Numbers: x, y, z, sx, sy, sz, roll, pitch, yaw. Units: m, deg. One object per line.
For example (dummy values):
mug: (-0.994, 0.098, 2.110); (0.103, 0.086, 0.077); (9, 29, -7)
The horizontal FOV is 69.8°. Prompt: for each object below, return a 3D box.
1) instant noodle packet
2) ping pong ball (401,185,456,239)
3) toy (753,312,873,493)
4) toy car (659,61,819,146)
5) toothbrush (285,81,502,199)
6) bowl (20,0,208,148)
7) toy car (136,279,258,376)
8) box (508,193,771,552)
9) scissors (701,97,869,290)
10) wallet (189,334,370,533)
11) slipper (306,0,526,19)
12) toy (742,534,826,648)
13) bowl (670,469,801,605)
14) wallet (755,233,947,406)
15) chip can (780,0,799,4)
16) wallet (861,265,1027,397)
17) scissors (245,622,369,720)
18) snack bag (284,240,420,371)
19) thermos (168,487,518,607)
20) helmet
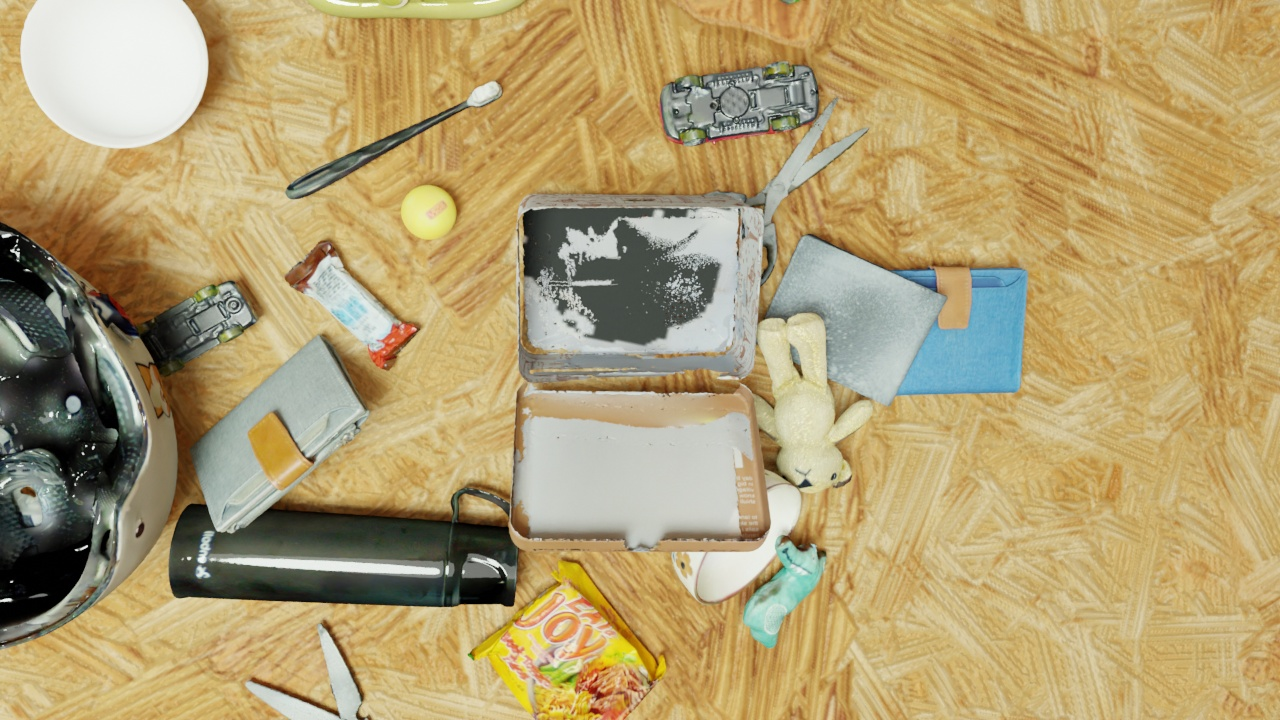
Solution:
instant noodle packet: (-0.055, 0.236, 0.723); (0.110, 0.044, 0.128); (-42, 97, -6)
ping pong ball: (-0.158, -0.110, 0.684); (0.040, 0.040, 0.040); (0, 94, -7)
toy: (0.124, 0.035, 0.704); (0.105, 0.066, 0.157); (-4, 117, 18)
toy car: (0.075, -0.194, 0.703); (0.120, 0.045, 0.053); (-6, 93, 0)
toothbrush: (-0.185, -0.166, 0.690); (0.181, 0.018, 0.015); (-28, 100, -2)
bowl: (-0.354, -0.203, 0.642); (0.118, 0.065, 0.118); (0, 94, -7)
toy car: (-0.328, -0.022, 0.674); (0.090, 0.035, 0.042); (-30, 96, -3)
box: (-0.004, 0.004, 0.664); (0.179, 0.130, 0.272); (0, 80, -5)
scissors: (0.103, -0.133, 0.727); (0.166, 0.014, 0.163); (1, 95, -7)
wallet: (-0.263, 0.051, 0.659); (0.129, 0.106, 0.037); (-42, 136, -3)
slipper: (-0.157, -0.292, 0.652); (0.190, 0.081, 0.091); (-8, 98, -3)
toy: (0.114, 0.180, 0.736); (0.091, 0.030, 0.096); (-46, 135, -12)
bowl: (0.063, 0.126, 0.708); (0.062, 0.113, 0.113); (37, 89, 34)
wallet: (0.162, -0.032, 0.717); (0.121, 0.019, 0.097); (26, 103, 9)
chip can: (0.185, -0.352, 0.690); (0.221, 0.072, 0.072); (-32, 97, -4)
wallet: (0.244, -0.024, 0.741); (0.133, 0.040, 0.106); (-1, 99, -7)
scissors: (-0.209, 0.321, 0.722); (0.221, 0.022, 0.225); (13, 93, -8)
snack bag: (-0.216, -0.041, 0.690); (0.105, 0.026, 0.045); (45, 97, -7)
thermos: (-0.214, 0.138, 0.691); (0.242, 0.069, 0.089); (4, 71, -9)
helmet: (-0.417, 0.045, 0.610); (0.230, 0.157, 0.274); (-25, 86, -2)
